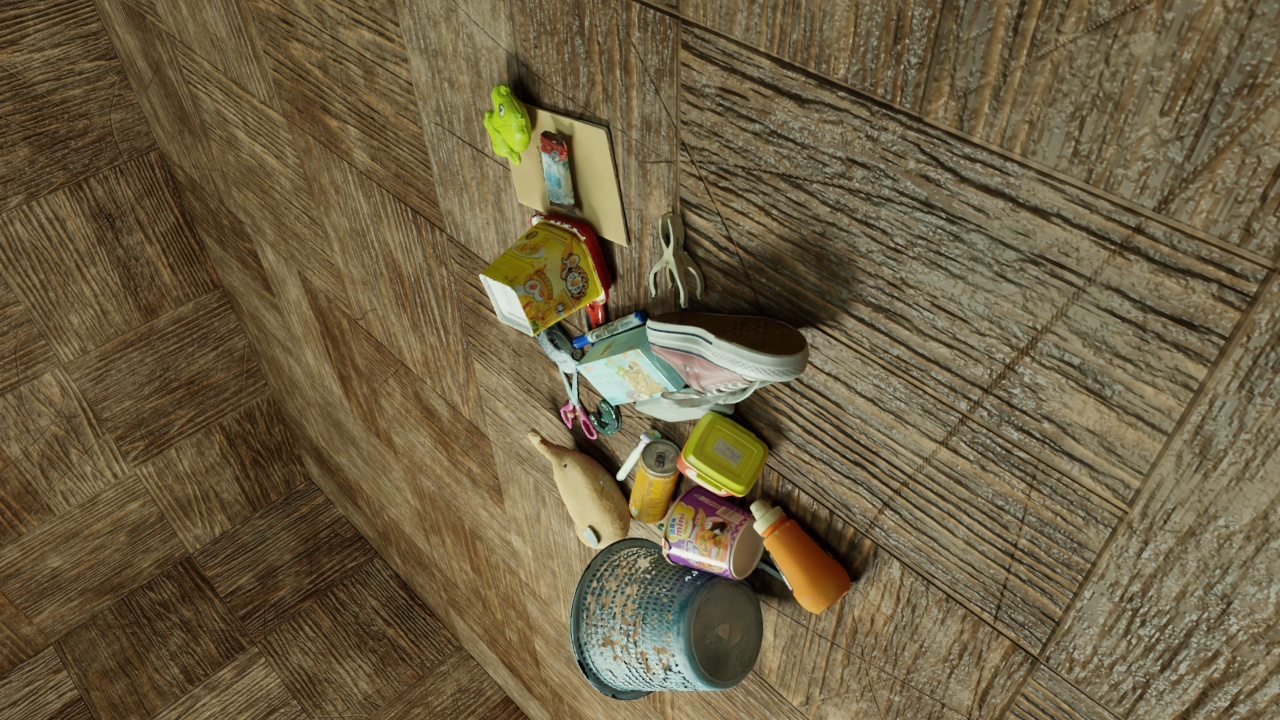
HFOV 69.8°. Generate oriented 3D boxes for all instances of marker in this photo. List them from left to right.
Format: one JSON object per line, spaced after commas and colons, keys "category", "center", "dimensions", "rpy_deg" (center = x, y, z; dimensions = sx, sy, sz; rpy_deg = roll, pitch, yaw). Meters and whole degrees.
{"category": "marker", "center": [-0.040, -0.039, 1.162], "dimensions": [0.146, 0.016, 0.017], "rpy_deg": [-19, 105, 50]}

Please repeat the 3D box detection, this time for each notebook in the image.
{"category": "notebook", "center": [-0.095, -0.225, 1.079], "dimensions": [0.208, 0.008, 0.148], "rpy_deg": [28, 141, 39]}

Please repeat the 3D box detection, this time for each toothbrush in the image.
{"category": "toothbrush", "center": [-0.008, 0.140, 1.326], "dimensions": [0.190, 0.029, 0.020], "rpy_deg": [121, 153, -60]}

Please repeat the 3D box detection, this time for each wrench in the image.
{"category": "wrench", "center": [-0.053, 0.013, 1.261], "dimensions": [0.056, 0.016, 0.274], "rpy_deg": [31, 144, 28]}

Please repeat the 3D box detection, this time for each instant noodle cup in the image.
{"category": "instant noodle cup", "center": [-0.118, -0.101, 1.115], "dimensions": [0.116, 0.123, 0.116], "rpy_deg": [25, 145, 43]}
{"category": "instant noodle cup", "center": [0.099, 0.226, 1.175], "dimensions": [0.099, 0.111, 0.112], "rpy_deg": [17, 135, 36]}

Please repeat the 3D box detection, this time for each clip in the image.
{"category": "clip", "center": [0.045, -0.100, 0.979], "dimensions": [0.095, 0.034, 0.102], "rpy_deg": [46, 143, 24]}

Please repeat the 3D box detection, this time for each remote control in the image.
{"category": "remote control", "center": [0.053, 0.053, 1.114], "dimensions": [0.058, 0.021, 0.150], "rpy_deg": [22, 162, -26]}

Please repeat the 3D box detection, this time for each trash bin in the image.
{"category": "trash bin", "center": [0.050, 0.357, 1.250], "dimensions": [0.196, 0.225, 0.226], "rpy_deg": [-11, 112, 48]}

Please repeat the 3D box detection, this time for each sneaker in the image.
{"category": "sneaker", "center": [0.086, 0.004, 0.952], "dimensions": [0.241, 0.118, 0.088], "rpy_deg": [15, 115, 57]}

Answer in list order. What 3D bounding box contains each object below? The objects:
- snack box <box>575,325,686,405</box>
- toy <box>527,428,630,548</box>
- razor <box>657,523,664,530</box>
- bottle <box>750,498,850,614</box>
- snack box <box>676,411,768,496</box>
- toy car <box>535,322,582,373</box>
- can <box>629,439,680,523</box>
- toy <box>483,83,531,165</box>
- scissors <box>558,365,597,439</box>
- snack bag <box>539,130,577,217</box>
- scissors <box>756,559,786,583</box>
{"category": "snack box", "center": [-0.007, 0.007, 1.133], "dimensions": [0.074, 0.051, 0.175], "rpy_deg": [47, 153, -16]}
{"category": "toy", "center": [-0.094, 0.196, 1.451], "dimensions": [0.144, 0.082, 0.226], "rpy_deg": [-16, 105, 47]}
{"category": "razor", "center": [0.080, 0.269, 1.318], "dimensions": [0.132, 0.028, 0.043], "rpy_deg": [32, 157, 26]}
{"category": "bottle", "center": [0.183, 0.227, 1.094], "dimensions": [0.149, 0.066, 0.067], "rpy_deg": [51, 152, 21]}
{"category": "snack box", "center": [0.091, 0.117, 1.081], "dimensions": [0.091, 0.081, 0.080], "rpy_deg": [32, 158, -1]}
{"category": "toy car", "center": [-0.121, -0.024, 1.307], "dimensions": [0.105, 0.031, 0.049], "rpy_deg": [52, 152, 4]}
{"category": "can", "center": [0.020, 0.170, 1.274], "dimensions": [0.058, 0.058, 0.146], "rpy_deg": [42, 149, 22]}
{"category": "toy", "center": [-0.154, -0.274, 1.072], "dimensions": [0.100, 0.031, 0.097], "rpy_deg": [16, 133, 55]}
{"category": "scissors", "center": [-0.094, 0.066, 1.382], "dimensions": [0.108, 0.017, 0.136], "rpy_deg": [41, 145, 26]}
{"category": "snack bag", "center": [-0.095, -0.213, 1.054], "dimensions": [0.045, 0.026, 0.105], "rpy_deg": [27, 143, 26]}
{"category": "scissors", "center": [0.158, 0.276, 1.233], "dimensions": [0.175, 0.014, 0.133], "rpy_deg": [47, 149, 9]}
